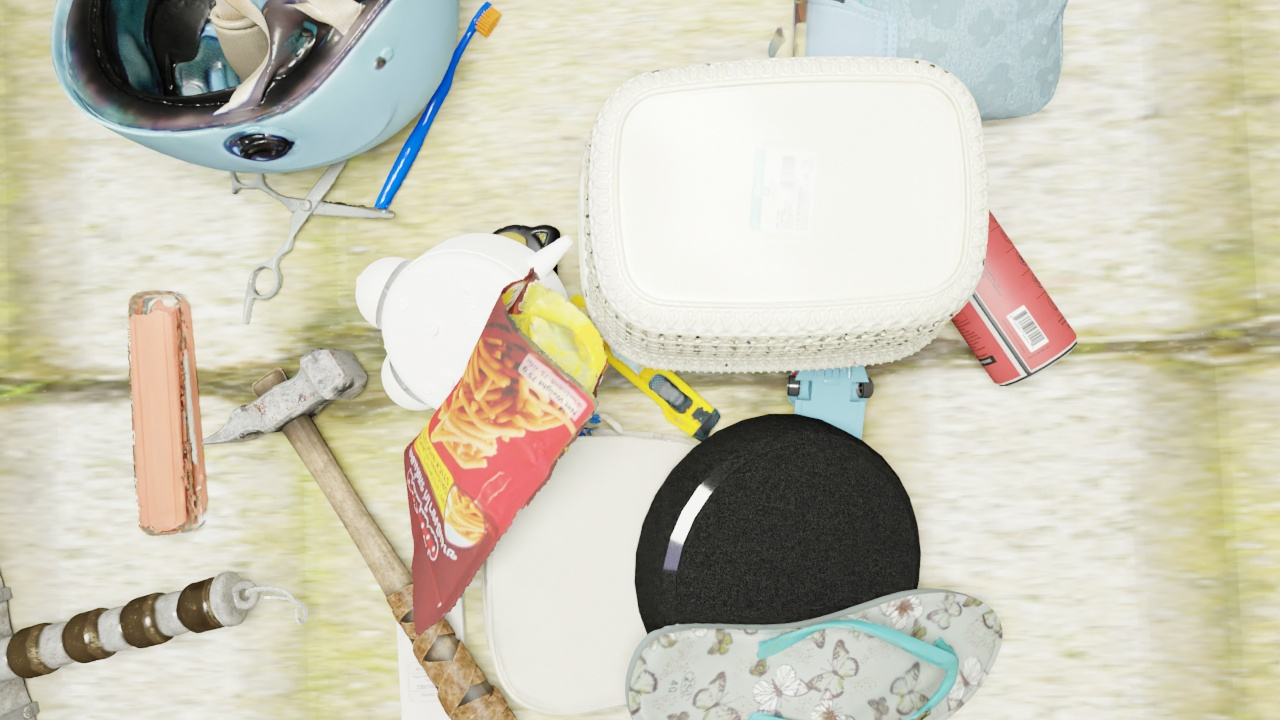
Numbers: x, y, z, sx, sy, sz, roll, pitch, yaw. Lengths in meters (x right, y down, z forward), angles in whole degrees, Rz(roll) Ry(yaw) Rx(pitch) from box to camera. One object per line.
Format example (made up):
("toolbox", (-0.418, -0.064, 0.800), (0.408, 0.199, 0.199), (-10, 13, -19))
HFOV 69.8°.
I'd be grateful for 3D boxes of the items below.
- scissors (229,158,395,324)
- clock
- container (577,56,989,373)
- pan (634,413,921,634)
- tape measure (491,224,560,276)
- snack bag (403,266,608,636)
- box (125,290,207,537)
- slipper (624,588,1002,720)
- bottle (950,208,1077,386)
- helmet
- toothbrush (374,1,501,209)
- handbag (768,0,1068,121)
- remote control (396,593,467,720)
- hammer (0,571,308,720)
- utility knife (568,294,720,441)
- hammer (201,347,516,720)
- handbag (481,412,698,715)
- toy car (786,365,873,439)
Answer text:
("scissors", (-0.261, -0.104, 0.695), (0.141, 0.014, 0.175), (28, 95, 11))
("clock", (-0.117, -0.019, 0.634), (0.161, 0.072, 0.125), (-5, 113, 17))
("container", (0.079, -0.085, 0.534), (0.246, 0.143, 0.184), (-3, 89, 3))
("pan", (0.102, 0.214, 0.625), (0.204, 0.044, 0.356), (-5, 96, -18))
("tape measure", (-0.090, -0.069, 0.672), (0.061, 0.034, 0.061), (-1, 86, 12))
("snack bag", (-0.096, 0.056, 0.573), (0.208, 0.066, 0.138), (-54, 42, 30))
("box", (-0.357, 0.038, 0.685), (0.059, 0.056, 0.186), (-10, 86, 35))
("slipper", (0.124, 0.207, 0.580), (0.268, 0.055, 0.098), (-2, 98, -17))
("bottle", (0.227, -0.070, 0.639), (0.062, 0.062, 0.176), (-34, 86, 2))
("helmet", (-0.243, -0.222, 0.619), (0.265, 0.167, 0.225), (-19, 68, 2))
("toothbrush", (-0.154, -0.188, 0.692), (0.018, 0.016, 0.182), (28, 90, -1))
("handbag", (0.185, -0.220, 0.626), (0.192, 0.118, 0.122), (-15, 127, -6))
("remote control", (-0.153, 0.229, 0.682), (0.050, 0.011, 0.135), (-4, 86, 4))
("hammer", (-0.406, 0.201, 0.667), (0.326, 0.079, 0.177), (-15, 87, 3))
("utility knife", (-0.004, 0.004, 0.677), (0.151, 0.017, 0.030), (40, 86, 8))
("hammer", (-0.189, 0.143, 0.664), (0.121, 0.049, 0.318), (-35, 84, 5))
("handbag", (-0.014, 0.137, 0.648), (0.199, 0.093, 0.200), (1, 88, -16))
("toy car", (0.131, 0.048, 0.660), (0.060, 0.027, 0.108), (2, 104, -2))
